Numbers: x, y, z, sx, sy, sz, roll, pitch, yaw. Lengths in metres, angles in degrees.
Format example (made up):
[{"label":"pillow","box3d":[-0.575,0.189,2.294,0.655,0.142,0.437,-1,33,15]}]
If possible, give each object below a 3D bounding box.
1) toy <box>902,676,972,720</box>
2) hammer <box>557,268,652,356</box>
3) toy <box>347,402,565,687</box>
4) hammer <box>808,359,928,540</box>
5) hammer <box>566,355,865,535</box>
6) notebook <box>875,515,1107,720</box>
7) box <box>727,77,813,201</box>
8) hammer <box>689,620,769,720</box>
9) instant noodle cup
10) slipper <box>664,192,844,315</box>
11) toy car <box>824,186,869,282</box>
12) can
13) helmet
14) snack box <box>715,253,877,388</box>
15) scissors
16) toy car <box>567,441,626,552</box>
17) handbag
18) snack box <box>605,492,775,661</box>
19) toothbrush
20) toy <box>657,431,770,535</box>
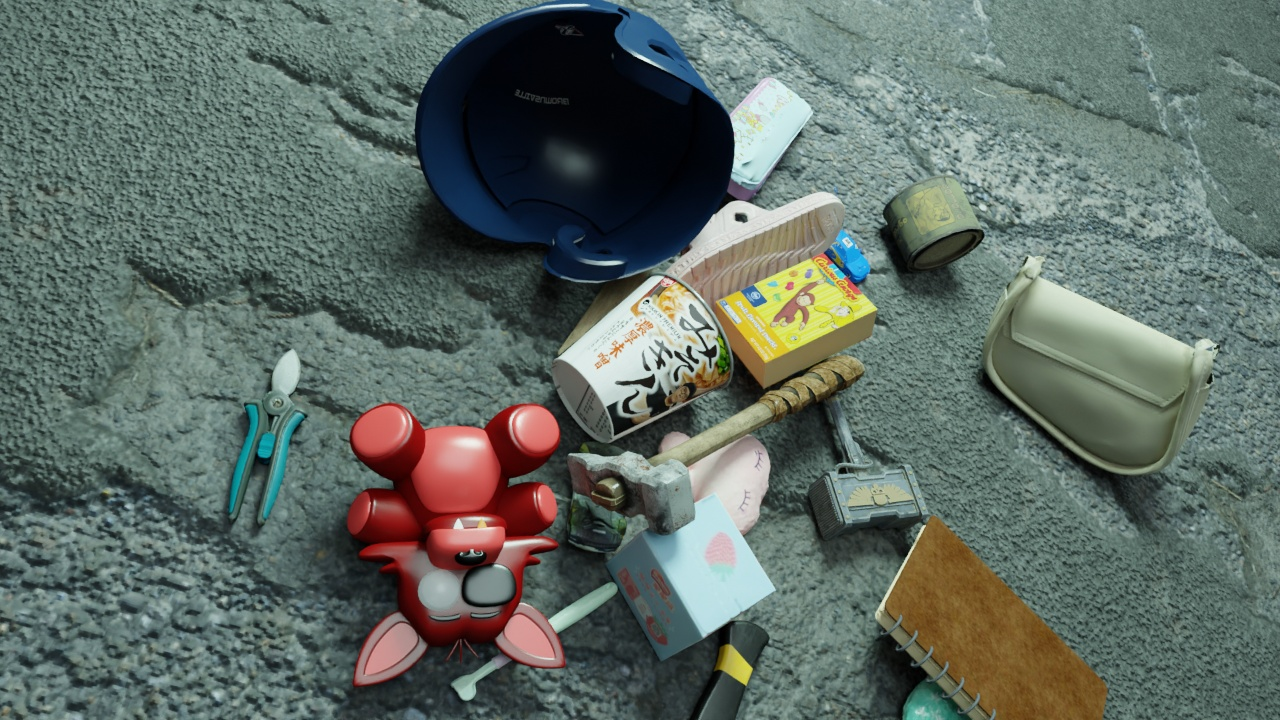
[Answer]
[{"label":"toy","box3d":[0.276,0.315,0.797,0.105,0.033,0.084,22,63,-9]},{"label":"hammer","box3d":[0.008,-0.112,0.933,0.119,0.031,0.330,33,59,-1]},{"label":"toy","box3d":[-0.136,0.134,0.688,0.158,0.121,0.197,1,70,-20]},{"label":"hammer","box3d":[0.185,0.016,0.921,0.098,0.044,0.321,-2,61,-22]},{"label":"hammer","box3d":[0.086,0.055,0.793,0.317,0.122,0.049,-23,112,-37]},{"label":"notebook","box3d":[0.315,0.264,0.819,0.225,0.024,0.167,45,39,7]},{"label":"box","box3d":[0.130,-0.252,1.024,0.076,0.034,0.213,35,45,1]},{"label":"hammer","box3d":[0.030,0.340,0.689,0.170,0.034,0.323,33,55,-3]},{"label":"instant noodle cup","box3d":[-0.005,0.005,0.810,0.121,0.124,0.123,-34,79,-24]},{"label":"slipper","box3d":[0.099,-0.113,0.919,0.238,0.094,0.064,-28,53,-22]},{"label":"toy car","box3d":[0.227,-0.137,1.005,0.033,0.062,0.092,-34,79,-32]},{"label":"can","box3d":[0.331,-0.153,1.037,0.089,0.090,0.074,-8,67,-25]},{"label":"helmet","box3d":[-0.072,-0.214,0.831,0.271,0.233,0.223,-4,41,-35]},{"label":"snack box","box3d":[0.150,-0.040,0.897,0.125,0.040,0.088,-25,54,-14]},{"label":"scissors","box3d":[-0.298,0.057,0.720,0.137,0.019,0.136,-27,76,-30]},{"label":"toy car","box3d":[-0.036,0.117,0.781,0.048,0.033,0.105,12,46,-8]},{"label":"handbag","box3d":[0.484,-0.009,0.976,0.229,0.184,0.131,28,52,15]},{"label":"snack box","box3d":[0.038,0.175,0.741,0.079,0.095,0.093,-23,73,-30]},{"label":"toothbrush","box3d":[-0.079,0.217,0.721,0.154,0.015,0.022,-27,44,-32]},{"label":"toy","box3d":[0.062,0.106,0.818,0.105,0.053,0.108,14,57,3]}]
